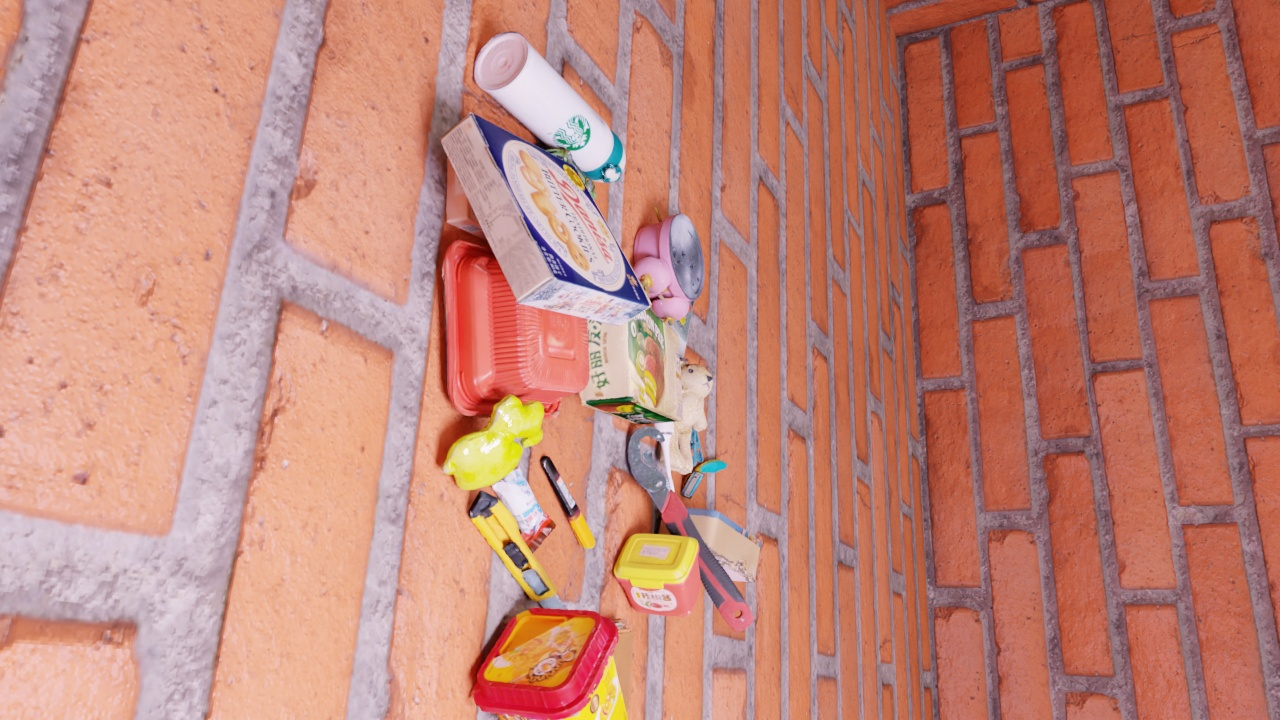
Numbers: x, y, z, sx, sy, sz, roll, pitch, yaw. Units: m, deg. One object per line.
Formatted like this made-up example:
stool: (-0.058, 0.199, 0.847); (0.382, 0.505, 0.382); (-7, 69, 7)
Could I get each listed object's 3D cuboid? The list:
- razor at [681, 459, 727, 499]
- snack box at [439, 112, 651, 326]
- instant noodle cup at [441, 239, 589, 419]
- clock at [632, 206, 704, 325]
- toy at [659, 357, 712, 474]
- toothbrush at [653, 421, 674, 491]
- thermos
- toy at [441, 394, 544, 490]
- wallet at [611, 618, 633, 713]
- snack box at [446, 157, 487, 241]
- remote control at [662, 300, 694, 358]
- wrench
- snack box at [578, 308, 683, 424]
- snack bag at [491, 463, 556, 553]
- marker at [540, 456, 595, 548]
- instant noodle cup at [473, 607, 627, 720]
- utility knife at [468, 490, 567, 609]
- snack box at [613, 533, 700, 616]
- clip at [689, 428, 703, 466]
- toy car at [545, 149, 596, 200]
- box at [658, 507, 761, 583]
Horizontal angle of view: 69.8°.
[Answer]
razor: (0.093, 0.159, 1.303); (0.132, 0.028, 0.043); (-15, 132, -63)
snack box: (-0.085, -0.125, 0.857); (0.182, 0.046, 0.178); (8, 50, -62)
instant noodle cup: (-0.109, -0.027, 0.887); (0.188, 0.079, 0.164); (8, 77, -64)
clock: (0.035, -0.119, 1.221); (0.117, 0.060, 0.158); (55, 36, -46)
toy: (0.060, 0.075, 1.216); (0.105, 0.066, 0.157); (29, 62, -33)
toothbrush: (0.027, 0.064, 1.174); (0.027, 0.026, 0.220); (98, -13, -74)
thermos: (-0.087, -0.263, 0.999); (0.224, 0.073, 0.073); (32, 56, -58)
toy: (-0.129, 0.077, 0.826); (0.096, 0.031, 0.100); (16, 106, -50)
wallet: (-0.049, 0.330, 0.973); (0.131, 0.031, 0.107); (22, 68, -61)
snack box: (-0.136, -0.156, 0.922); (0.157, 0.026, 0.084); (21, 65, -61)
remote control: (0.053, -0.067, 1.288); (0.056, 0.019, 0.134); (54, 38, -45)
wrench: (0.057, 0.205, 1.114); (0.273, 0.056, 0.016); (61, -10, 5)
snack box: (-0.006, 0.006, 1.051); (0.240, 0.063, 0.114); (29, 57, -72)
snack bag: (-0.116, 0.135, 0.887); (0.048, 0.026, 0.104); (-51, 130, -45)
marker: (-0.078, 0.152, 0.978); (0.124, 0.015, 0.018); (66, 29, -25)
instant noodle cup: (-0.072, 0.307, 0.838); (0.115, 0.116, 0.124); (-55, 134, -53)
utility knife: (-0.112, 0.193, 0.880); (0.015, 0.033, 0.190); (44, -16, 54)
snack box: (0.025, 0.252, 1.079); (0.081, 0.091, 0.080); (-61, 143, -51)
clip: (0.076, 0.121, 1.296); (0.034, 0.013, 0.055); (-20, 101, -64)
toy car: (-0.084, -0.198, 1.018); (0.091, 0.043, 0.036); (50, 42, -47)
box: (0.089, 0.242, 1.207); (0.184, 0.090, 0.063); (46, 51, -53)
